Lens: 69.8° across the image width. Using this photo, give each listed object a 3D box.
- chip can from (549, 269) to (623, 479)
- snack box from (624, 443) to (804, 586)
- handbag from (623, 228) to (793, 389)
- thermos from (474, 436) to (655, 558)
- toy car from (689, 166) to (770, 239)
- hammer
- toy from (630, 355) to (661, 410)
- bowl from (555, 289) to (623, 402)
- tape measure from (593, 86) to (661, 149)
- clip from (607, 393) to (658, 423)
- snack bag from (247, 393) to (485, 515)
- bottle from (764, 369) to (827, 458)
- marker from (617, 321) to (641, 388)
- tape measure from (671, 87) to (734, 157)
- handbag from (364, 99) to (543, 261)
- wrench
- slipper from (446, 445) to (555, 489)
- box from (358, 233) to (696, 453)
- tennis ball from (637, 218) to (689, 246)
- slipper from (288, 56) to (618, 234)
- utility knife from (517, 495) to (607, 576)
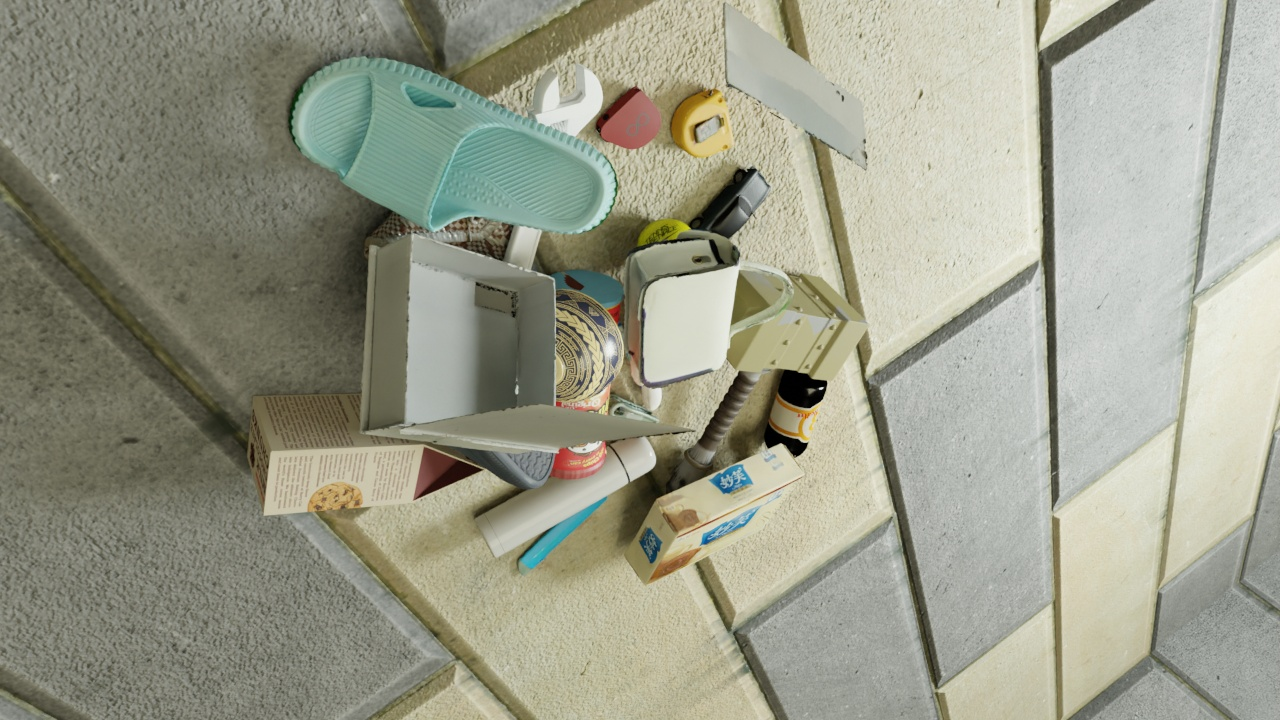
[{"bbox_3d":[-0.069,0.017,0.981,0.087,0.087,0.214,-9,124,-28],"label":"chip can"},{"bbox_3d":[0.094,0.199,1.181,0.207,0.055,0.154,-19,152,-29],"label":"snack box"},{"bbox_3d":[0.070,-0.060,0.936,0.176,0.074,0.151,-13,137,-13],"label":"handbag"},{"bbox_3d":[-0.085,0.156,1.088,0.224,0.052,0.052,-28,131,-14],"label":"thermos"},{"bbox_3d":[0.096,-0.159,1.000,0.112,0.034,0.046,-47,133,4],"label":"toy car"},{"bbox_3d":[0.115,0.049,1.123,0.190,0.100,0.326,6,124,-35],"label":"hammer"},{"bbox_3d":[0.012,-0.003,1.039,0.075,0.037,0.125,-60,149,-28],"label":"toy"},{"bbox_3d":[-0.079,-0.006,0.885,0.061,0.112,0.113,-47,152,-56],"label":"bowl"},{"bbox_3d":[-0.010,-0.231,0.894,0.059,0.019,0.051,-42,136,8],"label":"tape measure"},{"bbox_3d":[-0.013,0.062,1.086,0.076,0.043,0.023,24,103,-40],"label":"clip"},{"bbox_3d":[-0.264,0.086,0.897,0.206,0.094,0.070,0,120,-32],"label":"snack bag"},{"bbox_3d":[0.196,0.098,1.222,0.059,0.059,0.182,-5,123,-30],"label":"bottle"},{"bbox_3d":[-0.006,0.006,1.064,0.013,0.013,0.142,-33,132,-9],"label":"marker"},{"bbox_3d":[0.062,-0.237,0.928,0.058,0.030,0.068,-30,131,-14],"label":"tape measure"},{"bbox_3d":[-0.153,-0.133,0.851,0.186,0.047,0.124,-47,134,4],"label":"handbag"},{"bbox_3d":[-0.098,-0.140,0.845,0.066,0.018,0.274,-6,129,-39],"label":"wrench"},{"bbox_3d":[-0.176,0.030,0.888,0.083,0.110,0.268,-9,136,27],"label":"slipper"},{"bbox_3d":[-0.070,0.126,0.680,0.166,0.528,0.234,13,116,-46],"label":"box"},{"bbox_3d":[0.029,-0.116,0.965,0.065,0.065,0.065,-16,128,-23],"label":"tennis ball"},{"bbox_3d":[-0.150,-0.166,0.758,0.276,0.069,0.116,16,117,-14],"label":"slipper"},{"bbox_3d":[-0.078,0.195,1.144,0.207,0.015,0.031,-41,134,3],"label":"utility knife"}]
